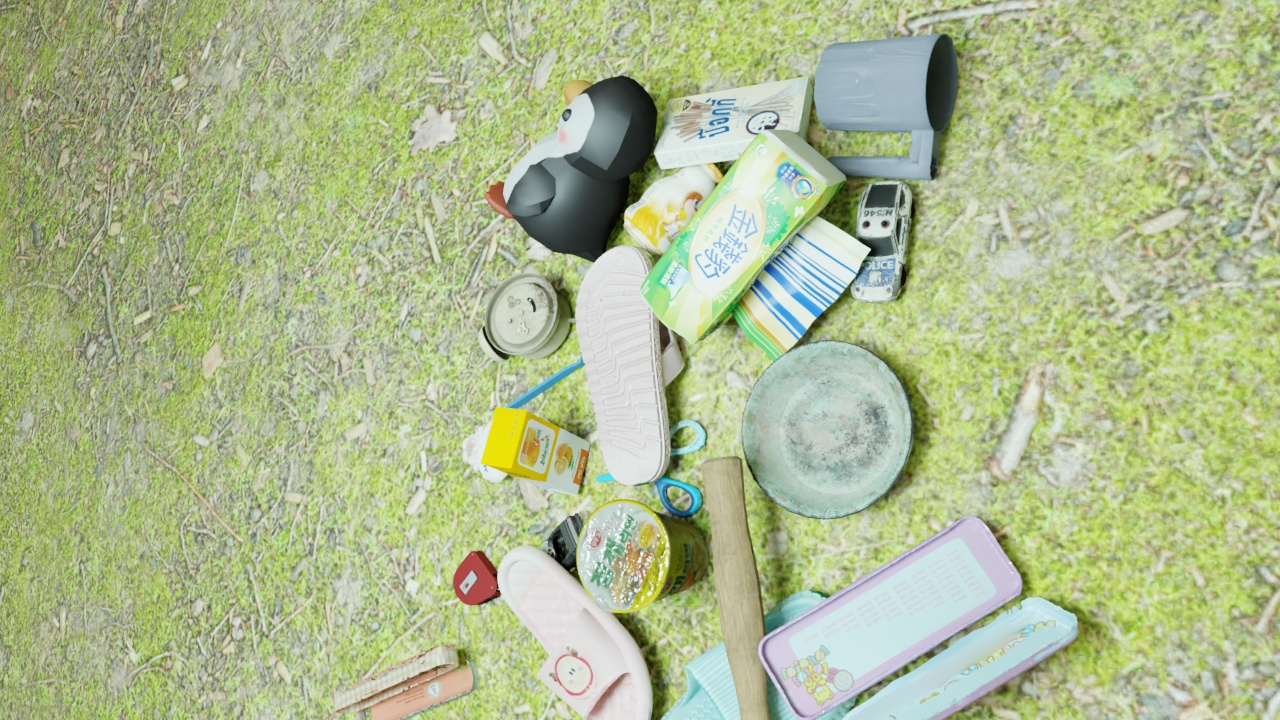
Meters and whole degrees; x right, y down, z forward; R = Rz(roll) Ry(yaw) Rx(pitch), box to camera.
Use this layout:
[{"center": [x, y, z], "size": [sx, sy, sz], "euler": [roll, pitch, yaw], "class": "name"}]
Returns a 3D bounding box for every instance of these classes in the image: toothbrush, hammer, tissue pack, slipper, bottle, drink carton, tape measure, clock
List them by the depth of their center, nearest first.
[{"center": [0.093, 0.232, 0.769], "size": [0.132, 0.040, 0.305], "euler": [-9, 76, 11], "class": "hammer"}, {"center": [0.082, 0.316, 0.807], "size": [0.277, 0.069, 0.116], "euler": [-47, 63, 16], "class": "slipper"}, {"center": [0.115, -0.092, 0.836], "size": [0.141, 0.120, 0.198], "euler": [42, 121, 7], "class": "tissue pack"}, {"center": [-0.068, 0.274, 0.896], "size": [0.221, 0.055, 0.107], "euler": [47, 124, 21], "class": "slipper"}, {"center": [-0.006, 0.005, 0.929], "size": [0.094, 0.064, 0.239], "euler": [-9, 85, 34], "class": "slipper"}, {"center": [0.036, -0.160, 0.937], "size": [0.109, 0.063, 0.063], "euler": [-44, 59, 1], "class": "bottle"}, {"center": [-0.103, 0.095, 0.939], "size": [0.040, 0.122, 0.058], "euler": [4, 72, 33], "class": "drink carton"}, {"center": [-0.100, 0.019, 1.013], "size": [0.167, 0.016, 0.014], "euler": [-33, 64, 24], "class": "toothbrush"}, {"center": [-0.182, 0.248, 1.016], "size": [0.059, 0.019, 0.051], "euler": [45, 104, 31], "class": "tape measure"}, {"center": [-0.136, -0.035, 1.025], "size": [0.141, 0.054, 0.093], "euler": [-34, 63, 14], "class": "clock"}]

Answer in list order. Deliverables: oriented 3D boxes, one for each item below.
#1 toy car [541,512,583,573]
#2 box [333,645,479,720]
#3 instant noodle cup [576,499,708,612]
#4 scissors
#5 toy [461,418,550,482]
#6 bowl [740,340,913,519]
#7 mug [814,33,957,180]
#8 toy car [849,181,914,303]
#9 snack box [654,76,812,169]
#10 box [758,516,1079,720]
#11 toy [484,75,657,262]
[{"center": [-0.078, 0.190, 0.935], "size": [0.040, 0.037, 0.093], "euler": [65, 147, 23], "class": "toy car"}, {"center": [-0.267, 0.370, 1.025], "size": [0.187, 0.054, 0.076], "euler": [-31, 97, 25], "class": "box"}, {"center": [0.009, 0.182, 0.854], "size": [0.102, 0.108, 0.102], "euler": [-7, 76, 31], "class": "instant noodle cup"}, {"center": [0.009, 0.118, 0.927], "size": [0.141, 0.013, 0.113], "euler": [-19, 72, 26], "class": "scissors"}, {"center": [-0.153, 0.098, 1.018], "size": [0.126, 0.037, 0.076], "euler": [2, 80, 30], "class": "toy"}, {"center": [0.169, 0.062, 0.819], "size": [0.158, 0.038, 0.157], "euler": [-7, 76, 31], "class": "bowl"}, {"center": [0.219, -0.227, 0.828], "size": [0.104, 0.083, 0.124], "euler": [10, 104, 34], "class": "mug"}, {"center": [0.215, -0.107, 0.824], "size": [0.049, 0.040, 0.112], "euler": [4, 83, 34], "class": "toy car"}, {"center": [0.092, -0.235, 0.910], "size": [0.150, 0.026, 0.081], "euler": [-2, 56, 26], "class": "snack box"}, {"center": [0.207, 0.221, 0.701], "size": [0.214, 0.062, 0.140], "euler": [-30, 37, -3], "class": "box"}, {"center": [-0.046, -0.200, 0.937], "size": [0.140, 0.158, 0.185], "euler": [45, 129, 4], "class": "toy"}]
